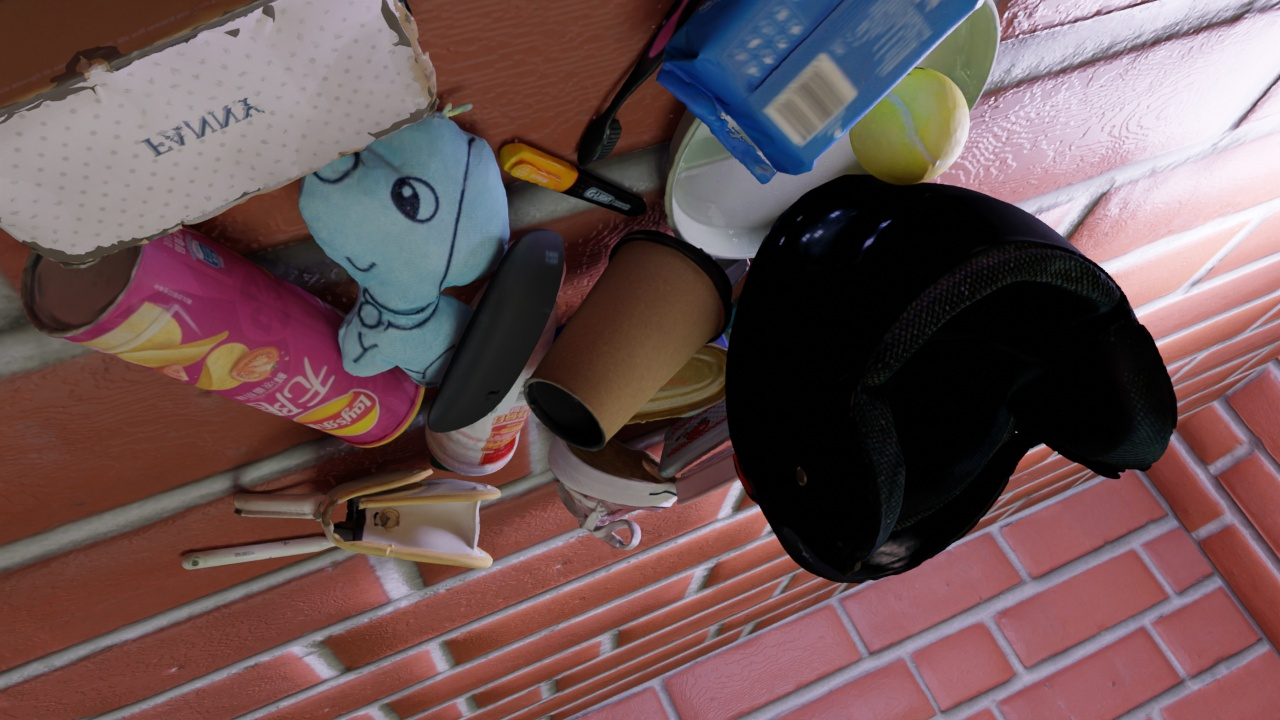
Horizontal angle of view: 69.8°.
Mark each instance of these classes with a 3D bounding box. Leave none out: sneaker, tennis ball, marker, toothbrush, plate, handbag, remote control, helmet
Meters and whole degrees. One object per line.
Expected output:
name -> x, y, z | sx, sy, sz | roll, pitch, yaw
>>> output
sneaker -> -0.030, 0.126, 0.874 | 0.088, 0.118, 0.241 | -51, 157, 4
tennis ball -> 0.153, -0.133, 0.524 | 0.065, 0.065, 0.066 | -22, 155, -11
marker -> -0.035, -0.101, 0.530 | 0.018, 0.015, 0.123 | -35, 156, 27
toothbrush -> -0.289, 0.158, 0.780 | 0.189, 0.029, 0.020 | 1, -176, -43
plate -> 0.130, 0.072, 0.872 | 0.229, 0.028, 0.229 | -29, 175, -3
handbag -> -0.200, 0.105, 0.666 | 0.178, 0.063, 0.164 | 9, 171, -19
toothbrush -> 0.017, -0.166, 0.457 | 0.017, 0.014, 0.190 | -15, 154, -46
remote control -> -0.077, -0.010, 0.509 | 0.053, 0.024, 0.137 | -9, 133, -58
helmet -> 0.167, 0.016, 0.587 | 0.233, 0.230, 0.275 | -12, 138, -18
plate -> 0.115, -0.147, 0.572 | 0.230, 0.027, 0.231 | -21, 155, -11

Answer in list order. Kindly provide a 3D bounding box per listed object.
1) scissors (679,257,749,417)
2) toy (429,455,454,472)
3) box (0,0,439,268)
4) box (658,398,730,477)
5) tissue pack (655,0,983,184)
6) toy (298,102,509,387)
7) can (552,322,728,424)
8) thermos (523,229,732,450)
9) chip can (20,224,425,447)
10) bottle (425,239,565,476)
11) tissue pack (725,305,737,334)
scissors -> 0.039, -0.013, 0.723 | 0.177, 0.019, 0.172 | -41, 130, 18
toy -> -0.133, 0.069, 0.736 | 0.096, 0.030, 0.092 | -16, 176, -38
box -> -0.161, -0.109, 0.340 | 0.184, 0.063, 0.090 | -26, 156, -7
box -> 0.109, 0.035, 0.878 | 0.201, 0.063, 0.160 | -36, 174, 21
tissue pack -> 0.089, -0.166, 0.439 | 0.157, 0.052, 0.095 | -43, 123, 15
toy -> -0.113, -0.057, 0.471 | 0.161, 0.050, 0.156 | 15, 109, -51
can -> -0.004, 0.004, 0.677 | 0.148, 0.049, 0.075 | -7, 132, -10
thermos -> -0.007, -0.014, 0.581 | 0.143, 0.093, 0.093 | -52, 169, -31
chip can -> -0.198, -0.011, 0.475 | 0.071, 0.071, 0.210 | -31, 155, 9
bottle -> -0.096, 0.000, 0.611 | 0.068, 0.068, 0.197 | -11, 147, -31
tissue pack -> 0.112, -0.010, 0.756 | 0.050, 0.093, 0.134 | -10, 152, -46
